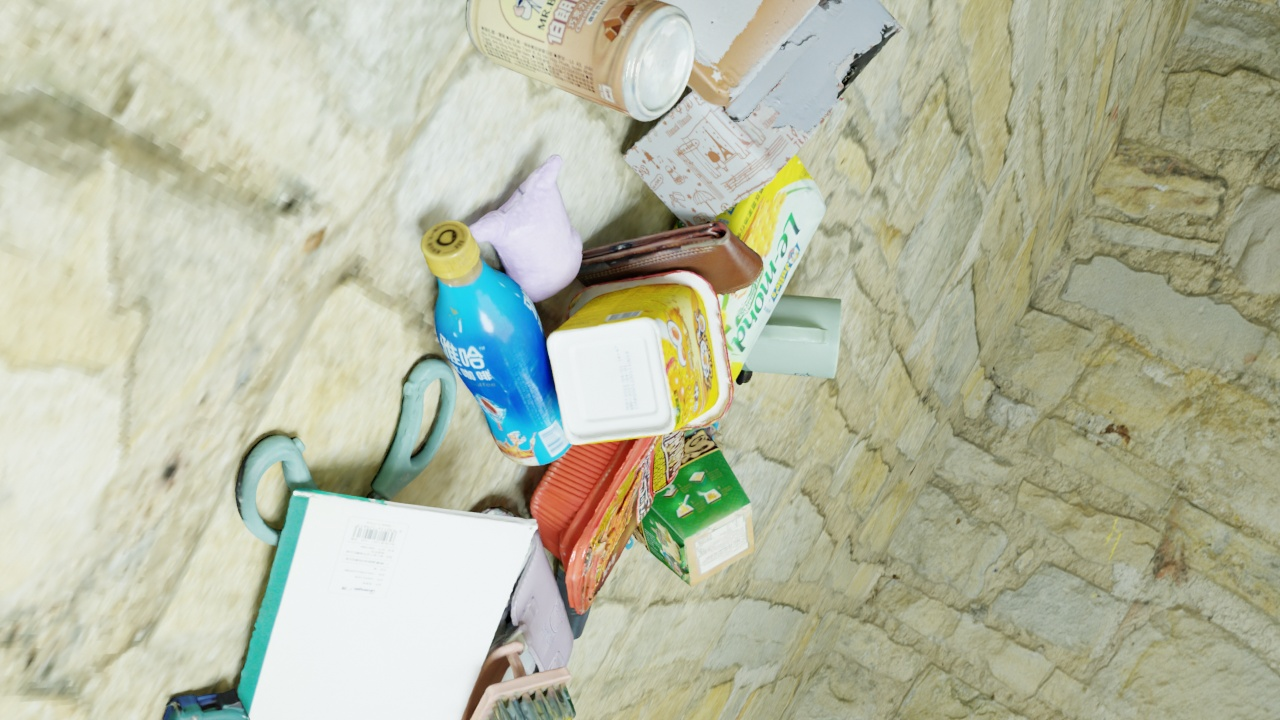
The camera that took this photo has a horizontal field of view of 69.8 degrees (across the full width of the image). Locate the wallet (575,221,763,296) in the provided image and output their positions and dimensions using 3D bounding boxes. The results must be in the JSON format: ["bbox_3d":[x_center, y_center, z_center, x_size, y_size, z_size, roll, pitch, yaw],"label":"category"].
[{"bbox_3d":[0.023,-0.070,0.691,0.101,0.125,0.032,25,57,-63],"label":"wallet"}]

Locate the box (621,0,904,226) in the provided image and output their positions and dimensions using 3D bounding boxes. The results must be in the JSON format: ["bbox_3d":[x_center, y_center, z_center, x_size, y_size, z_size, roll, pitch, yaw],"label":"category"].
[{"bbox_3d":[0.050,-0.224,0.628,0.180,0.197,0.158,-51,-167,-20],"label":"box"}]

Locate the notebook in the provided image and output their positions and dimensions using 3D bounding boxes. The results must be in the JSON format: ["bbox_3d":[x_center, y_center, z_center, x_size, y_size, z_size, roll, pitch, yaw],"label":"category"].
[{"bbox_3d":[-0.168,0.177,0.588,0.150,0.012,0.209,13,114,-23],"label":"notebook"}]

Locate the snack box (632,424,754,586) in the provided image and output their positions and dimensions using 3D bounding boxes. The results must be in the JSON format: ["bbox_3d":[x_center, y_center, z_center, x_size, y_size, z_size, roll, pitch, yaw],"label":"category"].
[{"bbox_3d":[0.056,0.153,0.925,0.117,0.105,0.118,-26,134,-17],"label":"snack box"}]

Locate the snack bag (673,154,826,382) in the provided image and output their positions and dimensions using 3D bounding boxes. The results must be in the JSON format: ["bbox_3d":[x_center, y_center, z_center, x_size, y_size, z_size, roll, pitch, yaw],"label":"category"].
[{"bbox_3d":[0.073,-0.079,0.815,0.246,0.068,0.158,-62,153,2],"label":"snack bag"}]

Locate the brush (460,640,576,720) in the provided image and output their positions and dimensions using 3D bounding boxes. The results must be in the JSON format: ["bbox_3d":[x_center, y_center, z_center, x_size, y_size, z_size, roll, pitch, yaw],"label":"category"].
[{"bbox_3d":[-0.101,0.266,0.652,0.063,0.073,0.146,-2,134,-37],"label":"brush"}]

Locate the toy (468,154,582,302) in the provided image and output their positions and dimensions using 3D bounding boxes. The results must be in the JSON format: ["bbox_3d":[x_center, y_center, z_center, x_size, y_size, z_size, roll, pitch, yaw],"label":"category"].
[{"bbox_3d":[-0.071,-0.075,0.602,0.083,0.039,0.108,-40,154,-10],"label":"toy"}]

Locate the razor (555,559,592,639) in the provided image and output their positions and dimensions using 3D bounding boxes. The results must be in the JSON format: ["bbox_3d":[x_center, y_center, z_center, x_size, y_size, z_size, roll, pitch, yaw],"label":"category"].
[{"bbox_3d":[-0.061,0.217,0.897,0.067,0.062,0.168,-79,180,-50],"label":"razor"}]

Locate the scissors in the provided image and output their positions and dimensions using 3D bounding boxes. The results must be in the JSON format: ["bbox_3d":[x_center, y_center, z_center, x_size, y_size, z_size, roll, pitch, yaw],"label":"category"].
[{"bbox_3d":[-0.184,0.072,0.570,0.181,0.019,0.170,10,109,-63],"label":"scissors"}]

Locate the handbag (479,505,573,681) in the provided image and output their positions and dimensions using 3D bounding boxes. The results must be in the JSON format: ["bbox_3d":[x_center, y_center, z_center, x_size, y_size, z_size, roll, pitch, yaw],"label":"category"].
[{"bbox_3d":[-0.123,0.226,0.748,0.144,0.098,0.197,-52,153,-30],"label":"handbag"}]

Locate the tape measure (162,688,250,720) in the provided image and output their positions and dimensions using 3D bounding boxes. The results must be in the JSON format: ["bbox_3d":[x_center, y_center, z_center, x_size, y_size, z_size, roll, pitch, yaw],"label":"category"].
[{"bbox_3d":[-0.266,0.230,0.560,0.054,0.025,0.058,9,110,-43],"label":"tape measure"}]

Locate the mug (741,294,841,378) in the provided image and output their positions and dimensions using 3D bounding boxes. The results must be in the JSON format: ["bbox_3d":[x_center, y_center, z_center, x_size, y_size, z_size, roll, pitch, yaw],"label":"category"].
[{"bbox_3d":[0.145,-0.026,0.920,0.111,0.106,0.082,-9,104,-81],"label":"mug"}]

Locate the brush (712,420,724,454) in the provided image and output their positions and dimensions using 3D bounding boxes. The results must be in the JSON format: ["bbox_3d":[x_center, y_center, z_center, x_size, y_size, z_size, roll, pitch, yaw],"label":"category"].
[{"bbox_3d":[0.068,0.050,0.975,0.083,0.046,0.255,-29,136,-41],"label":"brush"}]

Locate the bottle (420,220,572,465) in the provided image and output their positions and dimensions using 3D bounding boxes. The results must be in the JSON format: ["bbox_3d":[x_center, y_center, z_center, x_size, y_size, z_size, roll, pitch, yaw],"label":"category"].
[{"bbox_3d":[-0.093,-0.007,0.601,0.065,0.065,0.219,-50,151,-21],"label":"bottle"}]

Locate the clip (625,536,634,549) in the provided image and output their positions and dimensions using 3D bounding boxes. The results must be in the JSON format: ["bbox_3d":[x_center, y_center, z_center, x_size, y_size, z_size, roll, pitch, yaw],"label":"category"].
[{"bbox_3d":[-0.021,0.183,0.959,0.014,0.045,0.057,-54,155,-18],"label":"clip"}]

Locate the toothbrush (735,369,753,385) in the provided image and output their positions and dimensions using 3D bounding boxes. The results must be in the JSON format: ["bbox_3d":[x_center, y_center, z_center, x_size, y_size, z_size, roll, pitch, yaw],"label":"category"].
[{"bbox_3d":[0.132,-0.062,0.981,0.027,0.026,0.213,-11,128,-30],"label":"toothbrush"}]

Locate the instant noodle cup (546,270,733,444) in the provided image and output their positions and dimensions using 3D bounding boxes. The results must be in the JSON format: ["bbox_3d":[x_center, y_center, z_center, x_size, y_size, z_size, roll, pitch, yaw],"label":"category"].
[{"bbox_3d":[-0.004,0.004,0.631,0.123,0.116,0.116,-36,117,-73],"label":"instant noodle cup"}]

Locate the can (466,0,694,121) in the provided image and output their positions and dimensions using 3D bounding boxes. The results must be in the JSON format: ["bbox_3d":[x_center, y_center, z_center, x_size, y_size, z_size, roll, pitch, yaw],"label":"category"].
[{"bbox_3d":[-0.032,-0.172,0.486,0.058,0.116,0.059,-42,147,-35],"label":"can"}]

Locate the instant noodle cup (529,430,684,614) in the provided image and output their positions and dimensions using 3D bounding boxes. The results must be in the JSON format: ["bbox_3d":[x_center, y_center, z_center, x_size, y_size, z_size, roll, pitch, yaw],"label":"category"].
[{"bbox_3d":[-0.030,0.110,0.773,0.188,0.079,0.165,-59,167,-26],"label":"instant noodle cup"}]
